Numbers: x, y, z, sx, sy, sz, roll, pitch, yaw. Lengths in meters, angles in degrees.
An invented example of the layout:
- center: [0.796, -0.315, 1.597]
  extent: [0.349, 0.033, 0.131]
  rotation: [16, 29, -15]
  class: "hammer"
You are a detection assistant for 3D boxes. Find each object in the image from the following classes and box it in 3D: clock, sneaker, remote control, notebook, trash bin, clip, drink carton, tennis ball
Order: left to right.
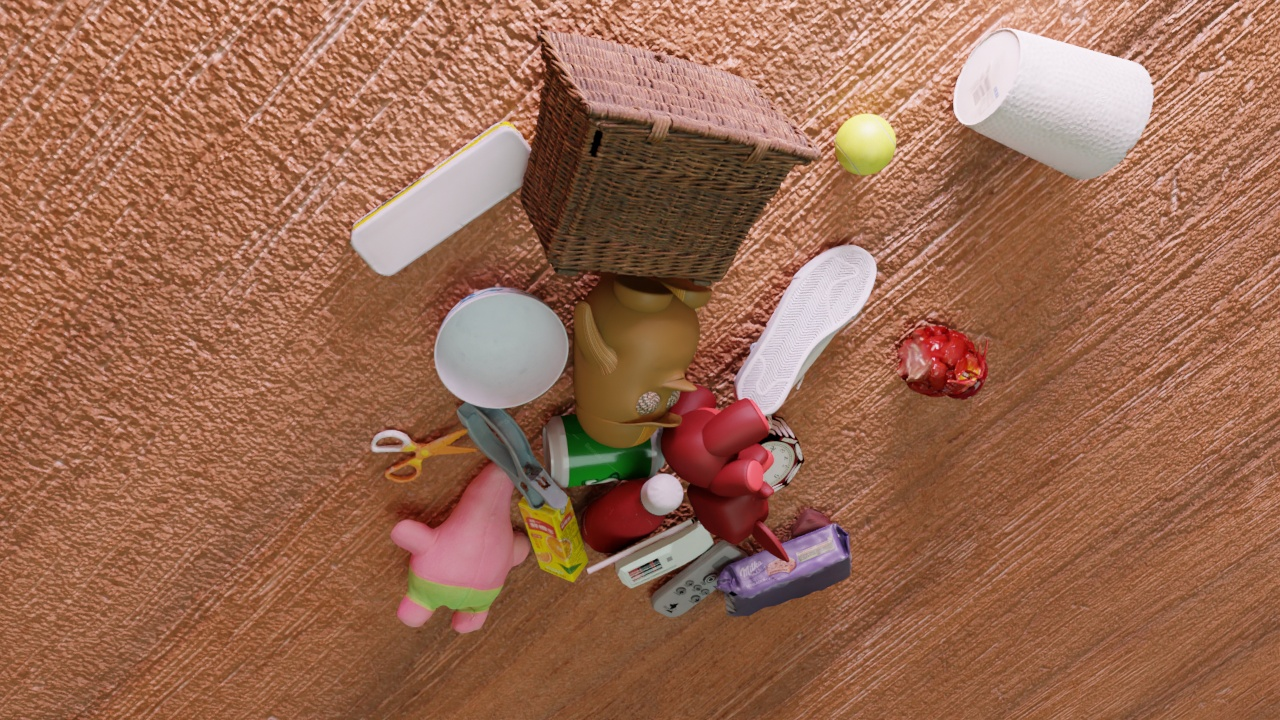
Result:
- center: [-0.139, 0.109, 1.065]
  extent: [0.028, 0.128, 0.167]
  rotation: [-45, 104, -30]
  class: "clip"
- center: [-0.111, 0.223, 1.187]
  extent: [0.042, 0.059, 0.135]
  rotation: [-51, 144, -37]
  class: "drink carton"
- center: [0.009, 0.235, 1.182]
  extent: [0.141, 0.008, 0.209]
  rotation: [-26, 170, 1]
  class: "notebook"
- center: [0.034, 0.277, 1.295]
  extent: [0.143, 0.024, 0.049]
  rotation: [-25, 125, 0]
  class: "remote control"
- center: [0.086, 0.321, 1.332]
  extent: [0.151, 0.019, 0.074]
  rotation: [-40, 136, 11]
  class: "remote control"
- center: [0.138, 0.112, 1.192]
  extent: [0.115, 0.065, 0.154]
  rotation: [-43, 130, 13]
  class: "clock"
- center: [0.191, -0.038, 1.116]
  extent: [0.089, 0.091, 0.242]
  rotation: [36, 88, -1]
  class: "sneaker"
- center: [0.246, -0.236, 1.004]
  extent: [0.065, 0.065, 0.065]
  rotation: [-7, 123, -12]
  class: "tennis ball"
- center: [0.440, -0.283, 0.998]
  extent: [0.161, 0.133, 0.133]
  rotation: [13, 117, -18]
  class: "trash bin"

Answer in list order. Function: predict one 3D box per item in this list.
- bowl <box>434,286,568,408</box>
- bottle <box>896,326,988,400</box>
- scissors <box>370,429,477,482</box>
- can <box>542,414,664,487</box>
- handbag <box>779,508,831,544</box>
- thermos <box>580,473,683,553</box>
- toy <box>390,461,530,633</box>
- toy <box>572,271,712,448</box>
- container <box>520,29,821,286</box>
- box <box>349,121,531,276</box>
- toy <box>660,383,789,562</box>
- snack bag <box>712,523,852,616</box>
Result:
- center: [-0.157, -0.027, 1.015]
  extent: [0.144, 0.074, 0.144]
  rotation: [-7, 123, -12]
  class: "bowl"
- center: [0.392, 0.005, 1.183]
  extent: [0.111, 0.099, 0.099]
  rotation: [21, 114, -32]
  class: "bottle"
- center: [-0.261, 0.100, 1.095]
  extent: [0.133, 0.012, 0.097]
  rotation: [-26, 123, 13]
  class: "scissors"
- center: [-0.046, 0.106, 1.125]
  extent: [0.139, 0.087, 0.088]
  rotation: [-5, 123, -13]
  class: "can"
- center: [0.224, 0.268, 1.346]
  extent: [0.055, 0.029, 0.120]
  rotation: [26, 116, -33]
  class: "handbag"
- center: [-0.009, 0.183, 1.117]
  extent: [0.073, 0.073, 0.240]
  rotation: [5, 159, -19]
  class: "thermos"
- center: [-0.217, 0.229, 1.157]
  extent: [0.191, 0.097, 0.237]
  rotation: [17, 101, -34]
  class: "toy"
- center: [-0.006, 0.006, 1.023]
  extent: [0.198, 0.163, 0.204]
  rotation: [-9, 119, -48]
  class: "toy"
- center: [0.007, -0.185, 0.900]
  extent: [0.249, 0.162, 0.184]
  rotation: [3, 130, -29]
  class: "container"
- center: [-0.202, -0.165, 0.944]
  extent: [0.209, 0.033, 0.064]
  rotation: [-34, 124, 5]
  class: "box"
- center: [0.101, 0.133, 1.083]
  extent: [0.120, 0.158, 0.197]
  rotation: [-35, 116, -25]
  class: "toy"
- center: [0.210, 0.310, 1.324]
  extent: [0.205, 0.058, 0.096]
  rotation: [-23, 142, 0]
  class: "snack bag"
